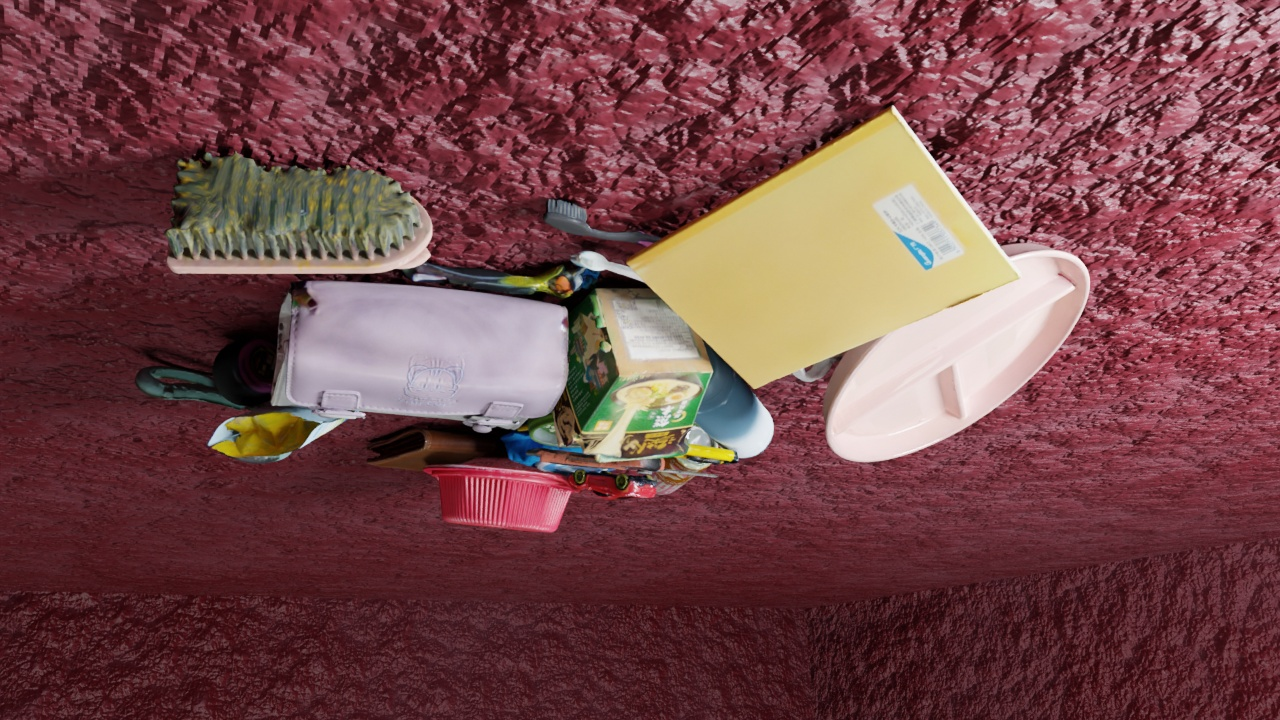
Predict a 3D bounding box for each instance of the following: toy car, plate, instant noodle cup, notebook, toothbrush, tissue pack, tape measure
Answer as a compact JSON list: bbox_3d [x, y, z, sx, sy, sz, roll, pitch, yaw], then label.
[{"bbox_3d":[-0.033,0.136,1.004,0.106,0.031,0.049,3,173,40],"label":"toy car"},{"bbox_3d":[0.239,-0.003,0.710,0.229,0.028,0.230,-19,144,-14],"label":"plate"},{"bbox_3d":[-0.161,0.164,1.079,0.194,0.065,0.194,5,167,1],"label":"instant noodle cup"},{"bbox_3d":[0.111,-0.059,0.589,0.207,0.010,0.146,-26,123,38],"label":"notebook"},{"bbox_3d":[0.046,-0.050,0.689,0.224,0.026,0.027,13,175,-35],"label":"toothbrush"},{"bbox_3d":[-0.073,0.100,1.045,0.095,0.052,0.157,-18,155,36],"label":"tissue pack"},{"bbox_3d":[-0.329,0.010,0.772,0.039,0.057,0.057,-15,164,27],"label":"tape measure"},{"bbox_3d":[0.014,-0.081,0.629,0.189,0.017,0.014,9,158,-37],"label":"toothbrush"}]

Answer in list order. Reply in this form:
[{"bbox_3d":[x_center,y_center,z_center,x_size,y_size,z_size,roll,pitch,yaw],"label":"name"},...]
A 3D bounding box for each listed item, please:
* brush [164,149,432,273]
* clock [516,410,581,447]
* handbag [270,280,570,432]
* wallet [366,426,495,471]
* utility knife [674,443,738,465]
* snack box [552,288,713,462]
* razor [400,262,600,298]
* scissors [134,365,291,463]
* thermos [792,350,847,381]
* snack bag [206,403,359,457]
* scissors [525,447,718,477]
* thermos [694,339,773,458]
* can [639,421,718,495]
[{"bbox_3d":[-0.197,-0.078,0.541,0.145,0.063,0.073,0,156,-11],"label":"brush"},{"bbox_3d":[-0.052,0.041,0.884,0.116,0.056,0.162,6,158,-23],"label":"clock"},{"bbox_3d":[-0.167,-0.002,0.689,0.196,0.098,0.145,6,162,-23],"label":"handbag"},{"bbox_3d":[-0.247,0.106,1.081,0.125,0.032,0.101,-19,157,39],"label":"wallet"},{"bbox_3d":[0.032,0.090,0.910,0.154,0.015,0.033,10,159,-23],"label":"utility knife"},{"bbox_3d":[-0.004,0.004,0.716,0.117,0.118,0.106,-2,150,-26],"label":"snack box"},{"bbox_3d":[-0.100,-0.059,0.660,0.142,0.022,0.043,2,158,-10],"label":"razor"},{"bbox_3d":[-0.354,0.054,0.823,0.179,0.019,0.173,36,-172,39],"label":"scissors"},{"bbox_3d":[0.180,-0.009,0.734,0.067,0.087,0.198,22,180,40],"label":"thermos"},{"bbox_3d":[-0.279,0.042,0.796,0.110,0.039,0.190,-16,-173,10],"label":"snack bag"},{"bbox_3d":[-0.004,0.108,0.949,0.222,0.015,0.189,10,170,-24],"label":"scissors"},{"bbox_3d":[0.078,0.038,0.880,0.070,0.070,0.220,-8,158,16],"label":"thermos"},{"bbox_3d":[0.043,0.120,1.103,0.058,0.057,0.148,4,159,-15],"label":"can"}]
